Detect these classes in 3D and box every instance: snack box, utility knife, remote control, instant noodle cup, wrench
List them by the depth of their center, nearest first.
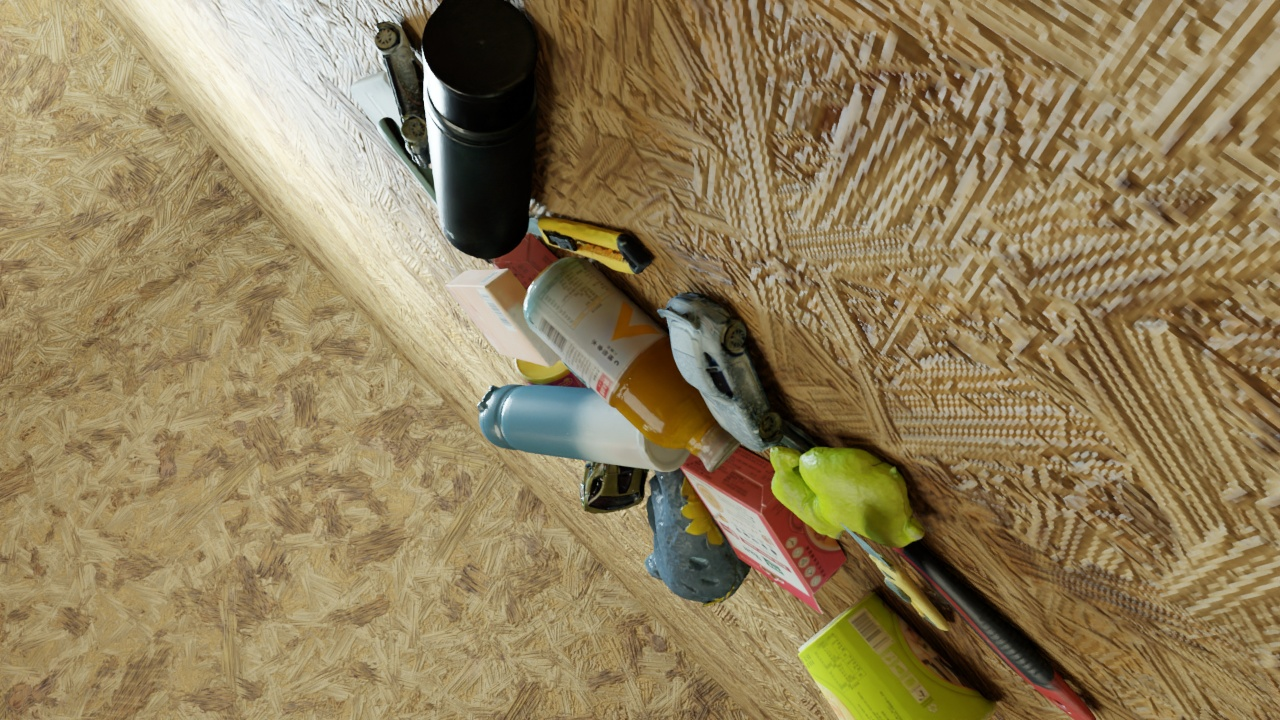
[{"bbox_3d":[0.167,0.140,0.586,0.031,0.021,0.204,32,167,42],"label":"utility knife"},{"bbox_3d":[0.176,0.127,0.588,0.273,0.016,0.056,43,169,16],"label":"wrench"},{"bbox_3d":[-0.052,-0.088,0.671,0.216,0.015,0.033,24,151,57],"label":"utility knife"},{"bbox_3d":[0.191,0.252,0.718,0.123,0.111,0.112,51,168,21],"label":"instant noodle cup"},{"bbox_3d":[0.103,0.131,0.750,0.113,0.044,0.127,25,152,55],"label":"snack box"},{"bbox_3d":[-0.208,-0.215,0.771,0.056,0.020,0.136,53,164,-27],"label":"remote control"},{"bbox_3d":[-0.117,-0.038,0.785,0.084,0.026,0.157,53,165,-18],"label":"snack box"},{"bbox_3d":[-0.067,-0.034,0.797,0.113,0.044,0.127,43,165,17],"label":"snack box"}]

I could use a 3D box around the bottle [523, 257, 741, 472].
[{"bbox_3d":[-0.004,0.004,0.672,0.189,0.068,0.068,43,165,14],"label":"bottle"}]

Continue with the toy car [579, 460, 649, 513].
[{"bbox_3d":[-0.023,0.113,0.934,0.158,0.070,0.042,100,158,-48],"label":"toy car"}]

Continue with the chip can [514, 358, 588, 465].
[{"bbox_3d":[-0.055,0.053,0.942,0.071,0.071,0.211,36,162,39],"label":"chip can"}]

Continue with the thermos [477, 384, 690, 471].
[{"bbox_3d":[-0.055,0.055,0.796,0.221,0.070,0.070,1,136,43],"label":"thermos"}]

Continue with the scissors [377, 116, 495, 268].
[{"bbox_3d":[-0.176,-0.148,0.793,0.171,0.019,0.170,54,177,-36],"label":"scissors"}]

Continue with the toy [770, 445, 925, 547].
[{"bbox_3d":[0.121,0.081,0.558,0.096,0.031,0.100,43,149,8],"label":"toy"}]

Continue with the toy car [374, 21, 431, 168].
[{"bbox_3d":[-0.162,-0.190,0.650,0.049,0.031,0.105,170,82,-80],"label":"toy car"}]

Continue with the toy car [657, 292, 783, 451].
[{"bbox_3d":[0.051,0.010,0.582,0.054,0.036,0.121,25,148,56],"label":"toy car"}]

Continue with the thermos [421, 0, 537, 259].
[{"bbox_3d":[-0.101,-0.146,0.586,0.243,0.068,0.090,125,134,-73],"label":"thermos"}]

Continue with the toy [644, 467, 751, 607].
[{"bbox_3d":[0.050,0.179,0.923,0.138,0.091,0.357,41,158,19],"label":"toy"}]
